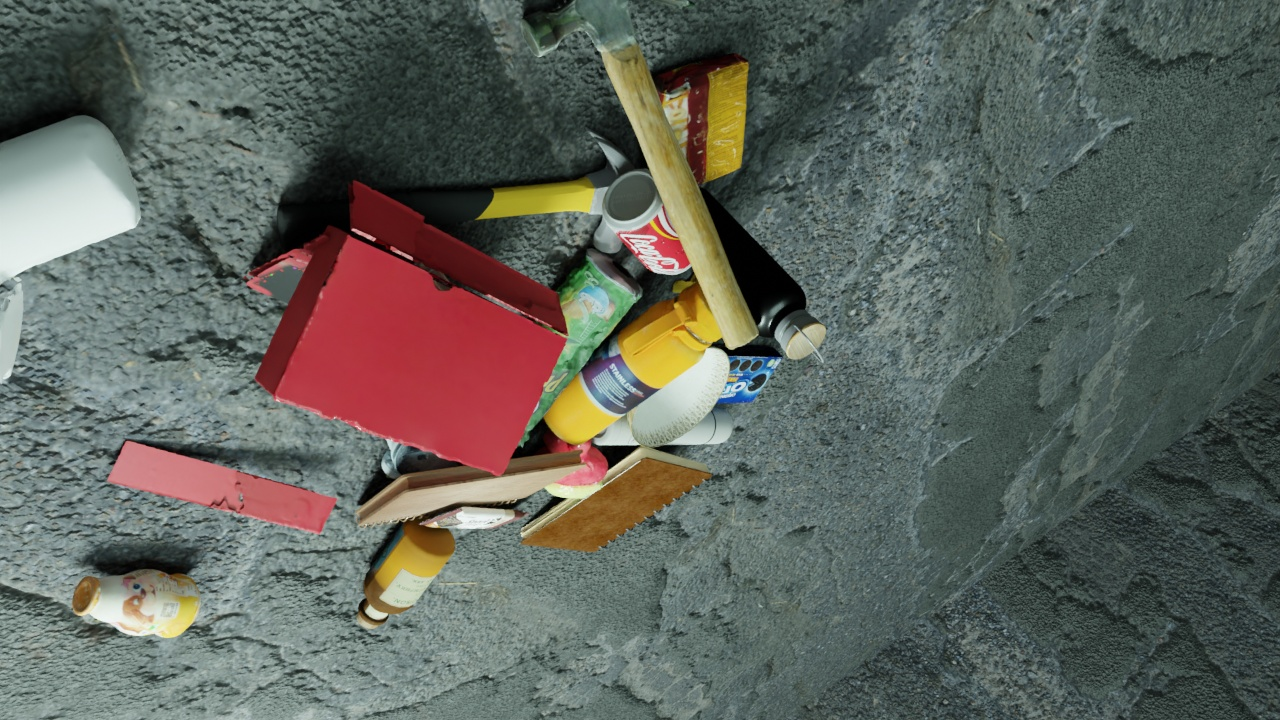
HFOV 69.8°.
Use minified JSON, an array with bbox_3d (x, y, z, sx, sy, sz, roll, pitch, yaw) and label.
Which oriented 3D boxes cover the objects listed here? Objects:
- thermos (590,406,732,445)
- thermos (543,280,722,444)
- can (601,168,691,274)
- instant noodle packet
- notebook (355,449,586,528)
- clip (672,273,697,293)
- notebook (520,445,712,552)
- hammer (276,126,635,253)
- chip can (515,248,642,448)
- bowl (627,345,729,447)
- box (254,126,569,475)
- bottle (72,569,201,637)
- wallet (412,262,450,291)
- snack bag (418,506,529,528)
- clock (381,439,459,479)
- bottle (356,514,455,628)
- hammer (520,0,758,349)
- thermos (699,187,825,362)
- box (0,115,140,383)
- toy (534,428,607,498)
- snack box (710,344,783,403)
[{"bbox_3d":[0.031,0.081,1.161,0.223,0.052,0.052,5,128,-43],"label":"thermos"},{"bbox_3d":[-0.006,0.006,0.962,0.233,0.076,0.091,-36,-168,29],"label":"thermos"},{"bbox_3d":[0.013,-0.125,0.848,0.064,0.064,0.105,-41,146,6],"label":"can"},{"bbox_3d":[0.052,-0.214,0.853,0.098,0.039,0.136,-23,141,-17],"label":"instant noodle packet"},{"bbox_3d":[-0.188,0.141,1.008,0.210,0.022,0.170,-4,162,-37],"label":"notebook"},{"bbox_3d":[0.069,-0.086,1.024,0.053,0.044,0.050,5,153,-42],"label":"clip"},{"bbox_3d":[-0.030,0.190,1.222,0.226,0.024,0.167,-37,147,24],"label":"notebook"},{"bbox_3d":[-0.143,-0.134,0.790,0.322,0.029,0.127,-11,138,-30],"label":"hammer"},{"bbox_3d":[-0.089,-0.010,0.938,0.224,0.075,0.075,-50,143,17],"label":"chip can"},{"bbox_3d":[0.031,0.027,1.076,0.145,0.063,0.145,-28,143,-24],"label":"bowl"},{"bbox_3d":[-0.147,-0.173,0.777,0.215,0.141,0.510,26,70,-41],"label":"box"},{"bbox_3d":[-0.486,0.232,0.887,0.063,0.063,0.109,-43,144,9],"label":"bottle"},{"bbox_3d":[-0.201,-0.036,0.849,0.086,0.032,0.116,-33,145,-1],"label":"wallet"},{"bbox_3d":[-0.194,0.189,1.092,0.057,0.013,0.157,-23,161,18],"label":"snack bag"},{"bbox_3d":[-0.224,0.087,0.948,0.083,0.057,0.118,-10,137,-34],"label":"clock"},{"bbox_3d":[-0.286,0.257,1.081,0.067,0.068,0.157,14,121,-48],"label":"bottle"},{"bbox_3d":[0.029,-0.156,0.773,0.132,0.033,0.331,-32,115,-13],"label":"hammer"},{"bbox_3d":[0.105,-0.078,0.885,0.061,0.231,0.061,-23,143,-19],"label":"thermos"},{"bbox_3d":[-0.381,-0.069,0.589,0.137,0.083,0.143,-24,119,-15],"label":"box"},{"bbox_3d":[-0.085,0.125,1.100,0.091,0.045,0.135,6,141,-2],"label":"toy"},{"bbox_3d":[0.108,0.018,1.177,0.150,0.027,0.082,1,129,-40],"label":"snack box"}]
